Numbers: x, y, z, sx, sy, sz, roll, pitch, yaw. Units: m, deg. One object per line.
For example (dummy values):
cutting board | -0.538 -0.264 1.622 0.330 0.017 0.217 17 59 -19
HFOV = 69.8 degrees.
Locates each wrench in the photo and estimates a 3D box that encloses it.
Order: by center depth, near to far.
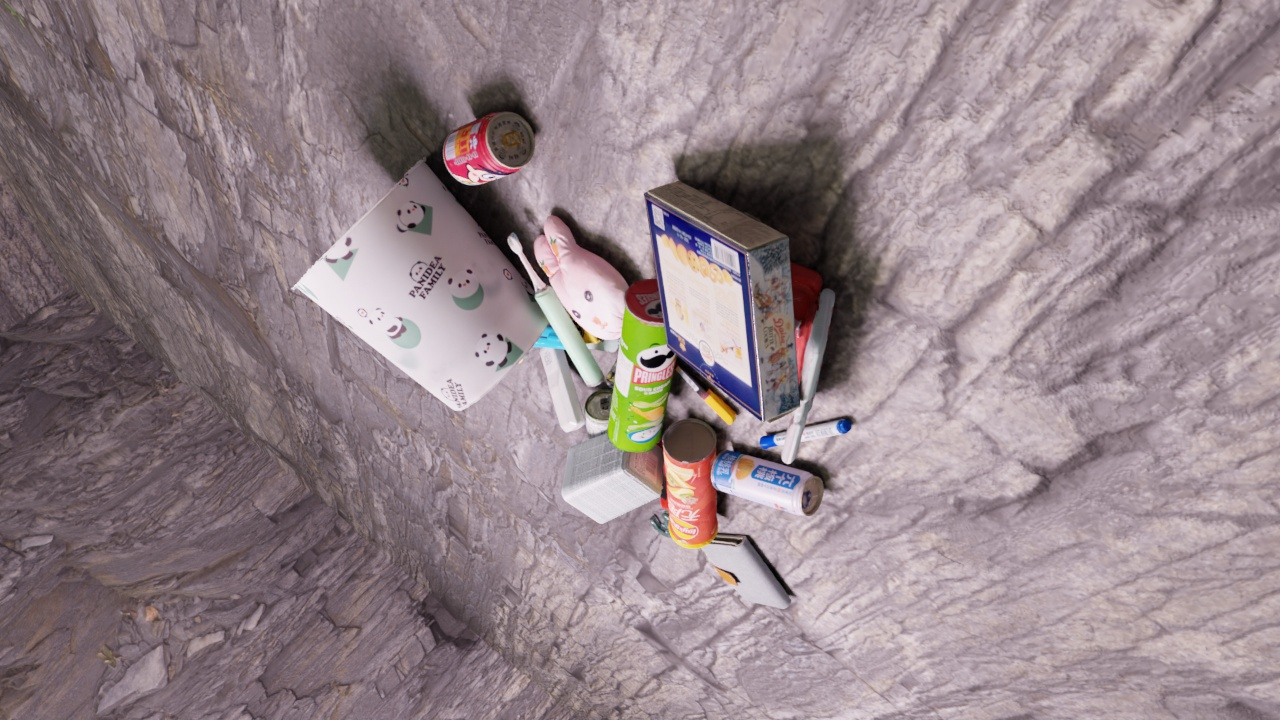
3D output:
wrench | 0.039 0.195 1.358 0.056 0.016 0.274 30 149 21

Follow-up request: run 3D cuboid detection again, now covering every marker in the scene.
marker | 0.185 0.084 1.039 0.017 0.016 0.146 49 150 -11
marker | 0.070 0.029 1.109 0.124 0.015 0.018 45 149 1

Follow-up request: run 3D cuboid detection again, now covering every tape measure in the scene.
tape measure | -0.078 -0.048 1.168 0.060 0.028 0.057 -2 127 42

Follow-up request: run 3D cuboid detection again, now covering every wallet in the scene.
wallet | 0.150 0.313 1.358 0.107 0.036 0.130 -11 121 54

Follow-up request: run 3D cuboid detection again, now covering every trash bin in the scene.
trash bin | -0.262 -0.086 1.162 0.252 0.229 0.230 45 151 -16

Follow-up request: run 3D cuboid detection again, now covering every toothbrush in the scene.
toothbrush | -0.105 -0.059 1.132 0.026 0.027 0.224 -22 117 14

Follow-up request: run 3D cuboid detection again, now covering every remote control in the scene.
remote control | -0.110 0.037 1.271 0.049 0.024 0.125 -34 70 59

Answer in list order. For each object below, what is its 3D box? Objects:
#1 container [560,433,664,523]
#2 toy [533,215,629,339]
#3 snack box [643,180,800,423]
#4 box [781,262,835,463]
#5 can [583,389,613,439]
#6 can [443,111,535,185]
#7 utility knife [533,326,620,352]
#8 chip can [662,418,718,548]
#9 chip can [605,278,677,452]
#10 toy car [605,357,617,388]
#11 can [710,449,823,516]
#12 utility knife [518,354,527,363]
container | -0.034 0.151 1.237 0.112 0.090 0.090 -27 129 33
toy | -0.069 -0.094 1.080 0.159 0.054 0.122 49 150 5
snack box | 0.075 -0.059 0.866 0.178 0.045 0.183 41 148 50
box | 0.135 0.004 0.909 0.110 0.099 0.202 21 145 16
can | -0.046 0.106 1.301 0.058 0.058 0.147 28 147 24
can | -0.164 -0.230 0.997 0.094 0.066 0.066 -2 129 51
utility knife | -0.109 -0.030 1.233 0.235 0.034 0.018 7 179 43
chip can | 0.069 0.168 1.233 0.073 0.073 0.217 27 146 26
chip can | 0.004 0.013 1.074 0.072 0.072 0.237 31 140 19
toy car | -0.007 0.007 1.152 0.048 0.032 0.105 34 138 3
can | 0.154 0.149 1.123 0.135 0.053 0.053 12 139 42
utility knife | -0.221 0.006 1.430 0.031 0.021 0.202 54 154 -7
